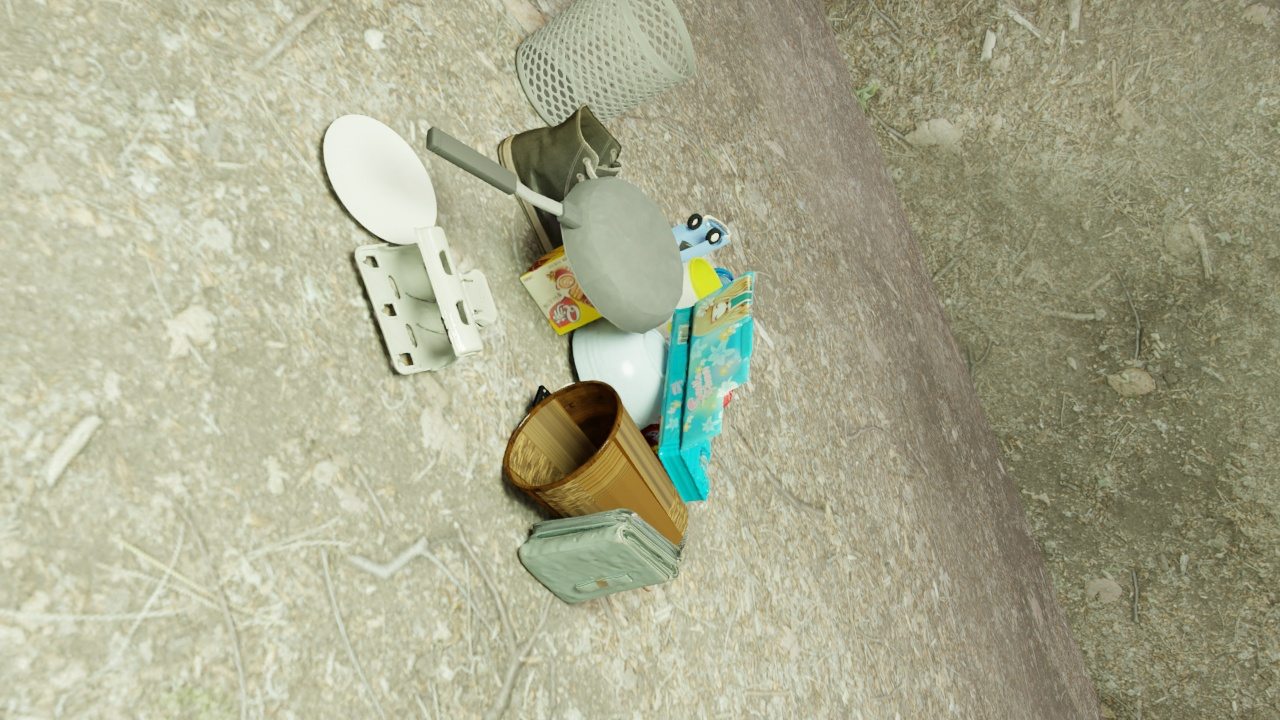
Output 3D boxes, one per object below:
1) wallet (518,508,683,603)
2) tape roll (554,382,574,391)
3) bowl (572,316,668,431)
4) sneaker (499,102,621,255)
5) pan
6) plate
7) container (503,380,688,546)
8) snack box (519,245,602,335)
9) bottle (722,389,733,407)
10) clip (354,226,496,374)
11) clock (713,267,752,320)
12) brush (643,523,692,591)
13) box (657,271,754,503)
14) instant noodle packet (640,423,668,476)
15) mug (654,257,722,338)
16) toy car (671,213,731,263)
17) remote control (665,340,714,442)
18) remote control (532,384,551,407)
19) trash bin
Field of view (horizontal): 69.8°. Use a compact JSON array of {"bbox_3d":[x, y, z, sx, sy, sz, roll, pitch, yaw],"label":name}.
[{"bbox_3d":[-0.037,0.184,0.863,0.100,0.132,0.054,41,42,-36],"label":"wallet"},{"bbox_3d":[-0.066,0.070,1.014,0.093,0.013,0.092,37,40,-41],"label":"tape roll"},{"bbox_3d":[-0.006,0.006,1.077,0.150,0.075,0.150,48,28,-37],"label":"bowl"},{"bbox_3d":[-0.061,-0.178,1.086,0.095,0.120,0.235,-36,104,-60],"label":"sneaker"},{"bbox_3d":[-0.067,-0.145,0.924,0.356,0.041,0.178,24,54,-45],"label":"pan"},{"bbox_3d":[-0.250,-0.171,0.881,0.134,0.011,0.134,37,41,-42],"label":"plate"},{"bbox_3d":[-0.035,0.124,0.922,0.167,0.132,0.131,53,32,-34],"label":"container"},{"bbox_3d":[-0.066,-0.090,1.030,0.083,0.106,0.061,56,36,-17],"label":"snack box"},{"bbox_3d":[0.091,0.049,1.213,0.141,0.042,0.042,-18,86,-61],"label":"bottle"},{"bbox_3d":[-0.178,-0.059,0.856,0.151,0.105,0.126,-15,85,-50],"label":"clip"},{"bbox_3d":[0.115,-0.078,1.364,0.117,0.060,0.161,62,29,-8],"label":"clock"},{"bbox_3d":[0.031,0.220,1.067,0.050,0.015,0.135,59,30,-12],"label":"brush"},{"bbox_3d":[0.065,0.021,1.014,0.084,0.172,0.226,13,46,-6],"label":"box"},{"bbox_3d":[0.017,0.140,1.078,0.098,0.040,0.135,53,33,-10],"label":"instant noodle packet"},{"bbox_3d":[0.047,-0.078,1.205,0.082,0.106,0.082,36,42,-42],"label":"mug"},{"bbox_3d":[0.052,-0.153,1.257,0.056,0.153,0.055,45,-30,37],"label":"toy car"},{"bbox_3d":[0.053,0.048,1.218,0.151,0.019,0.074,60,30,-13],"label":"remote control"},{"bbox_3d":[-0.066,0.081,0.979,0.140,0.009,0.030,49,34,-29],"label":"remote control"},{"bbox_3d":[-0.049,-0.394,1.187,0.156,0.184,0.156,37,41,-41],"label":"trash bin"}]
